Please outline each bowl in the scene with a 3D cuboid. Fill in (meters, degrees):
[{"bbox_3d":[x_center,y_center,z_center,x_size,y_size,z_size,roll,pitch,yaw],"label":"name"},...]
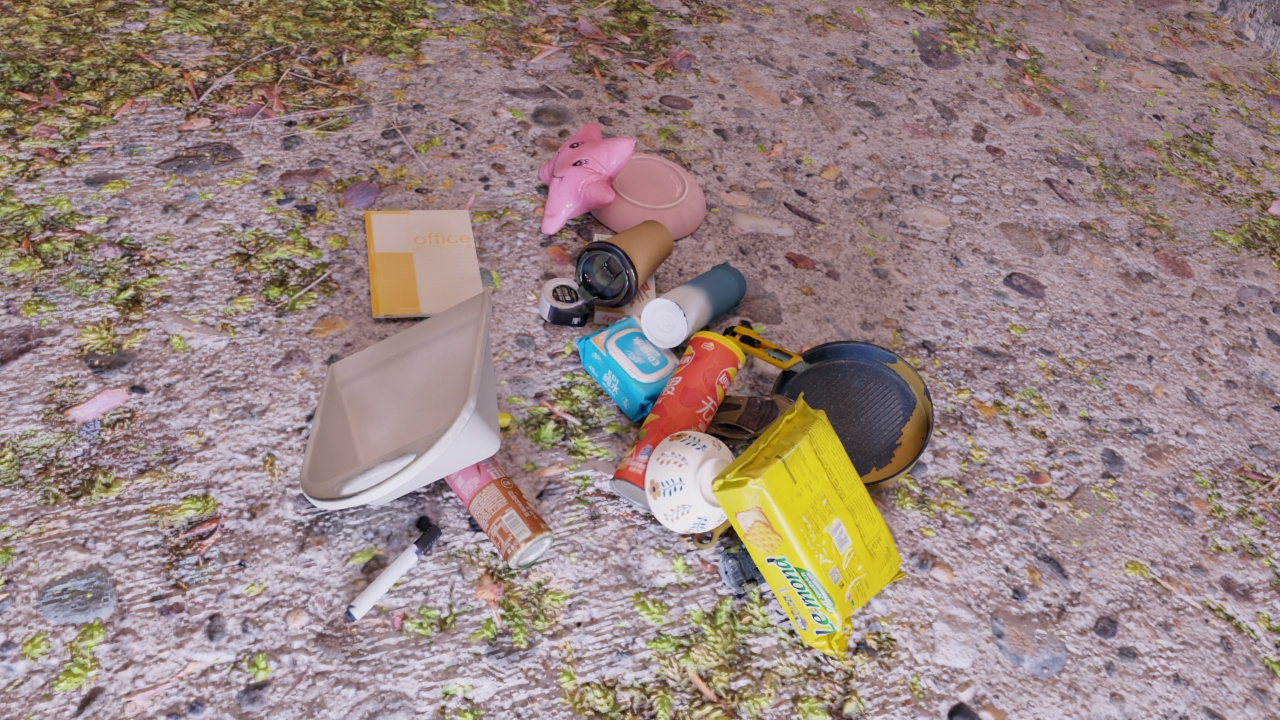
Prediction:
[{"bbox_3d":[0.067,0.132,0.997,0.113,0.062,0.113,4,81,-31],"label":"bowl"}]

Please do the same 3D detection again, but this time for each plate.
[{"bbox_3d":[0.010,-0.259,1.398,0.192,0.039,0.192,7,49,-8],"label":"plate"}]

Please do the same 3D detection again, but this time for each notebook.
[{"bbox_3d":[-0.290,-0.134,1.231,0.145,0.010,0.206,-3,49,-16],"label":"notebook"}]

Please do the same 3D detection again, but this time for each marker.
[{"bbox_3d":[-0.214,0.076,1.075,0.124,0.015,0.018,-5,51,-14],"label":"marker"},{"bbox_3d":[-0.252,0.216,0.941,0.018,0.023,0.130,36,50,9],"label":"marker"}]

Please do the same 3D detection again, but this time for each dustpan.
[{"bbox_3d":[-0.258,0.043,0.959,0.223,0.142,0.257,-24,62,9],"label":"dustpan"}]

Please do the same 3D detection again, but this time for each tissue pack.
[{"bbox_3d":[-0.007,0.007,1.152,0.089,0.063,0.140,-26,61,-31],"label":"tissue pack"}]

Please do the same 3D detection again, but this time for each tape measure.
[{"bbox_3d":[-0.102,-0.079,1.221,0.066,0.034,0.065,6,47,-12],"label":"tape measure"}]

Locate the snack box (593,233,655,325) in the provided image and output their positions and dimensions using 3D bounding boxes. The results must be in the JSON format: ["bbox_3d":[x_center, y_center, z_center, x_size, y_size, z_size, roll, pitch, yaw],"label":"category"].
[{"bbox_3d":[-0.023,-0.112,1.274,0.084,0.027,0.156,5,49,-10],"label":"snack box"}]

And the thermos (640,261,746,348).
[{"bbox_3d":[0.078,-0.075,1.204,0.070,0.070,0.219,34,30,15],"label":"thermos"}]

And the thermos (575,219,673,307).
[{"bbox_3d":[-0.018,-0.133,1.221,0.093,0.093,0.142,33,42,14],"label":"thermos"}]

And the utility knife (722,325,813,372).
[{"bbox_3d":[0.161,-0.016,1.192,0.033,0.015,0.173,-43,35,-13],"label":"utility knife"}]

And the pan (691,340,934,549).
[{"bbox_3d":[0.197,0.111,1.102,0.356,0.078,0.198,-41,63,-13],"label":"pan"}]

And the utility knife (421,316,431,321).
[{"bbox_3d":[-0.296,-0.010,1.127,0.029,0.013,0.159,29,49,10],"label":"utility knife"}]

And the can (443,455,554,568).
[{"bbox_3d":[-0.157,0.154,0.993,0.057,0.058,0.147,-27,61,-31],"label":"can"}]

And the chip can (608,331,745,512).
[{"bbox_3d":[0.044,0.069,1.068,0.073,0.073,0.216,28,68,10],"label":"chip can"}]

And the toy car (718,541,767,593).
[{"bbox_3d":[0.143,0.217,1.024,0.120,0.037,0.054,-20,80,-20],"label":"toy car"}]

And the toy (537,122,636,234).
[{"bbox_3d":[-0.077,-0.281,1.334,0.179,0.074,0.194,-26,46,23],"label":"toy"}]

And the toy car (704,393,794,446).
[{"bbox_3d":[0.118,0.070,1.101,0.158,0.042,0.070,-3,45,34],"label":"toy car"}]

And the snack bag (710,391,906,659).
[{"bbox_3d":[0.189,0.176,0.986,0.157,0.068,0.246,-37,100,-35],"label":"snack bag"}]
